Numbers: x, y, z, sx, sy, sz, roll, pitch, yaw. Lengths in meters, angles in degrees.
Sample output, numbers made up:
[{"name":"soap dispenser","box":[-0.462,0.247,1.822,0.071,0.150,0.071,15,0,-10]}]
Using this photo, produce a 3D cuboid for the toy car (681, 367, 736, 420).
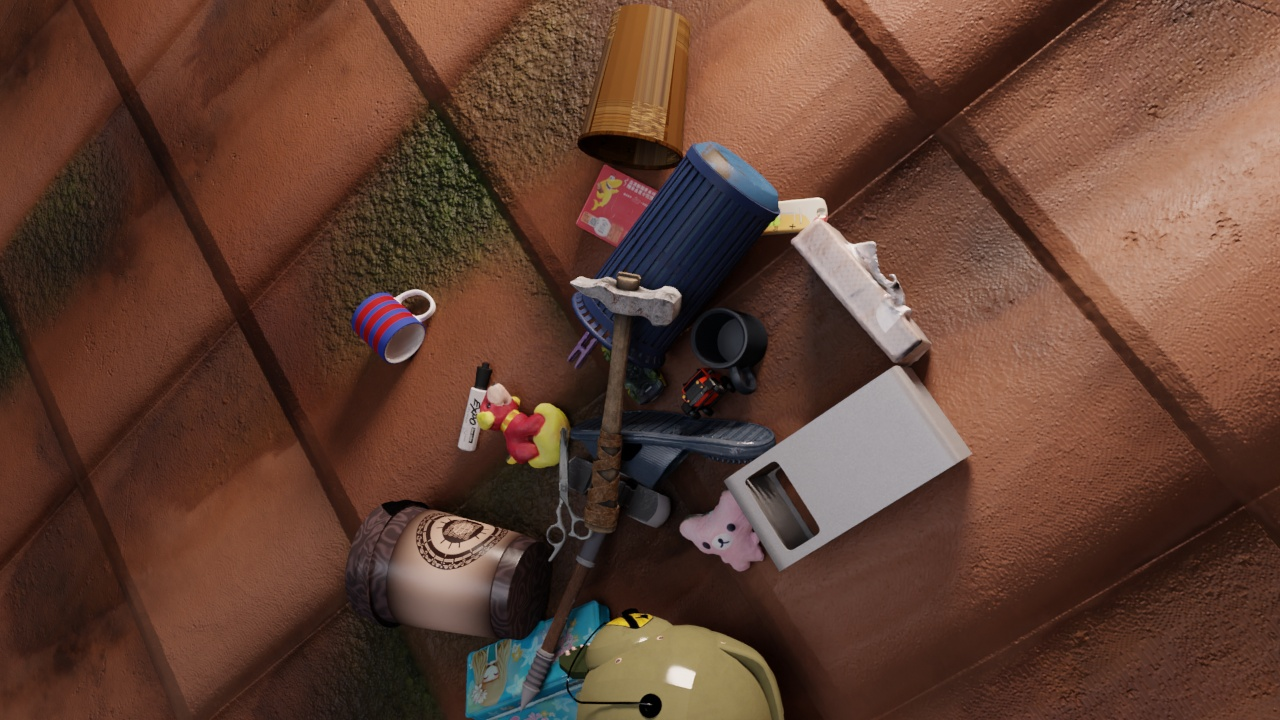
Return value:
[{"name":"toy car","box":[0.076,0.036,1.100,0.049,0.100,0.051,46,105,13]}]

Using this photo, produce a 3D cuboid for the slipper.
[{"name":"slipper","box":[0.039,0.114,1.125,0.264,0.101,0.082,3,106,26]}]

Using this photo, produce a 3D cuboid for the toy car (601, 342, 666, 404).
[{"name":"toy car","box":[-0.007,0.007,1.178,0.048,0.033,0.105,-43,68,20]}]

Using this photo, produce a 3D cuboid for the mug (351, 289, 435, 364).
[{"name":"mug","box":[-0.352,-0.060,1.332,0.076,0.075,0.111,40,79,21]}]

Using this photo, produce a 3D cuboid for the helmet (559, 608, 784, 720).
[{"name":"helmet","box":[0.045,0.400,1.008,0.233,0.255,0.250,-11,85,28]}]

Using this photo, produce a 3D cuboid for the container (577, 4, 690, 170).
[{"name":"container","box":[0.000,-0.338,1.138,0.132,0.132,0.167,7,86,26]}]

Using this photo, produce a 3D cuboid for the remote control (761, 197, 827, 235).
[{"name":"remote control","box":[0.163,-0.172,1.110,0.126,0.018,0.038,-2,88,24]}]

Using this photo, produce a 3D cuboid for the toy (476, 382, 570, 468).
[{"name":"toy","box":[-0.159,0.095,1.239,0.137,0.067,0.106,30,104,11]}]

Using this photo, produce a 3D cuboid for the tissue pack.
[{"name":"tissue pack","box":[0.253,-0.080,1.018,0.071,0.103,0.181,-38,72,17]}]

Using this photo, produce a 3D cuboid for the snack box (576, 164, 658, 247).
[{"name":"snack box","box":[-0.011,-0.187,1.192,0.133,0.021,0.089,32,102,23]}]

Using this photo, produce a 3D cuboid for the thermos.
[{"name":"thermos","box":[-0.248,0.284,1.220,0.226,0.172,0.172,6,91,19]}]

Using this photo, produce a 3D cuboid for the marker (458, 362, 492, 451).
[{"name":"marker","box":[-0.231,0.064,1.289,0.025,0.025,0.126,16,96,25]}]

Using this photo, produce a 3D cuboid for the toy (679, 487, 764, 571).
[{"name":"toy","box":[0.108,0.210,1.109,0.099,0.052,0.096,-39,86,23]}]

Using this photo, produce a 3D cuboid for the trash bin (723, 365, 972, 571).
[{"name":"trash bin","box":[0.229,0.119,1.016,0.229,0.114,0.114,-37,74,20]}]

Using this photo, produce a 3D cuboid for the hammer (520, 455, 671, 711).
[{"name":"hammer","box":[-0.085,0.291,1.164,0.156,0.043,0.322,21,85,25]}]

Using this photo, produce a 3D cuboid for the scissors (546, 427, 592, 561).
[{"name":"scissors","box":[-0.104,0.169,1.150,0.090,0.014,0.171,-20,92,12]}]

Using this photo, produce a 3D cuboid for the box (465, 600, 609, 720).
[{"name":"box","box":[-0.122,0.430,1.201,0.228,0.083,0.172,-28,76,22]}]

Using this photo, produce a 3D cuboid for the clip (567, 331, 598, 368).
[{"name":"clip","box":[-0.079,-0.016,1.226,0.053,0.013,0.037,-39,74,17]}]

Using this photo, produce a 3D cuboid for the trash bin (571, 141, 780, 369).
[{"name":"trash bin","box":[0.045,-0.127,1.084,0.139,0.139,0.250,47,113,19]}]

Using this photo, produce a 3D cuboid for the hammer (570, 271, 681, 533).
[{"name":"hammer","box":[-0.032,0.054,1.060,0.121,0.048,0.319,11,109,12]}]

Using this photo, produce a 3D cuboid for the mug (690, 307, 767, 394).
[{"name":"mug","box":[0.112,-0.009,1.096,0.071,0.077,0.105,-23,79,23]}]
